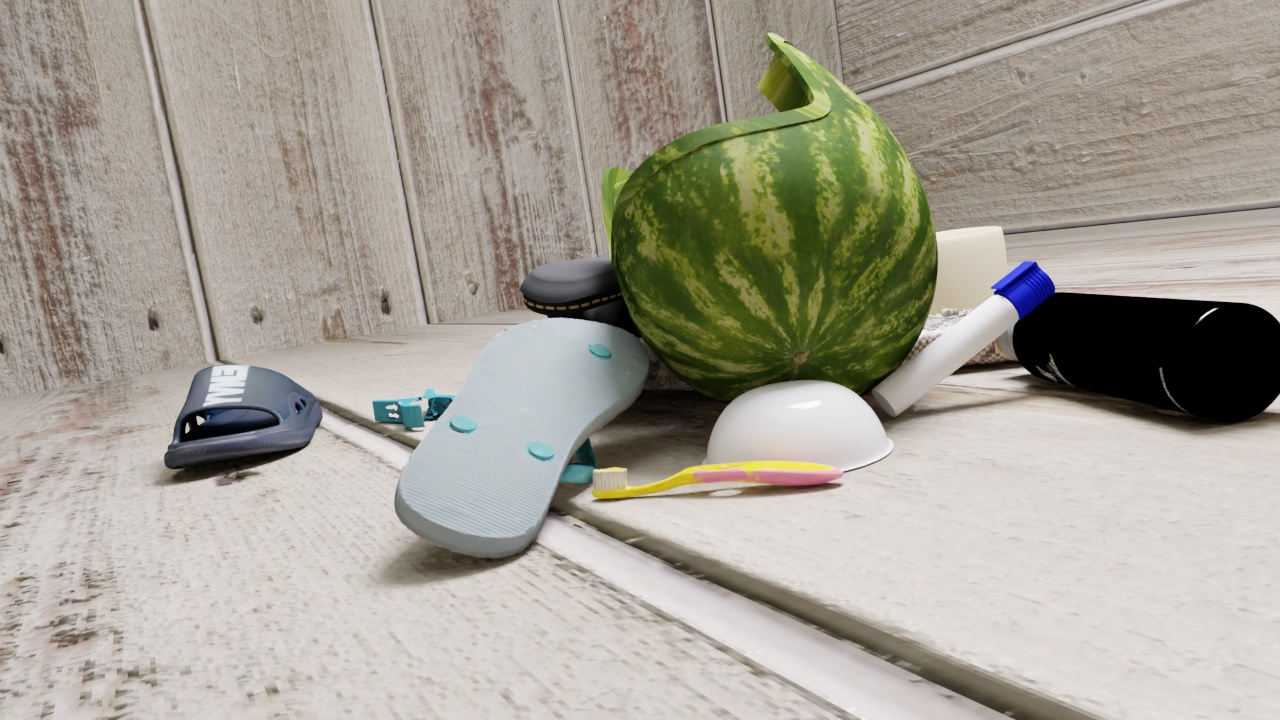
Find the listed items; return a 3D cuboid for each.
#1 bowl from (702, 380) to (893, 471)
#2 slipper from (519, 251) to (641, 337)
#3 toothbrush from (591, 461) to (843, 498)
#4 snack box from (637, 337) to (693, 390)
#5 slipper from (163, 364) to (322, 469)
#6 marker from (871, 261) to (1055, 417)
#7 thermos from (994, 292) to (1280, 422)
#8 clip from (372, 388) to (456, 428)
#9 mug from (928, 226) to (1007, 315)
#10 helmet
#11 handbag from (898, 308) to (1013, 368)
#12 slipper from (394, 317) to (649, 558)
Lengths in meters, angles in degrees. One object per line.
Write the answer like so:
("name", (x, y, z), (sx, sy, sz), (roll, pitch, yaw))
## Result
("bowl", (0.088, 0.034, 0.532), (0.110, 0.040, 0.110), (-8, 7, 1))
("slipper", (-0.012, -0.055, 0.795), (0.113, 0.076, 0.267), (6, 14, 24))
("toothbrush", (0.037, 0.061, 0.481), (0.136, 0.016, 0.021), (-7, 3, 17))
("snack box", (-0.005, 0.005, 0.773), (0.144, 0.040, 0.147), (-2, -2, 42))
("slipper", (-0.362, 0.041, 0.862), (0.110, 0.083, 0.268), (-8, 5, -8))
("marker", (0.208, -0.014, 0.595), (0.133, 0.027, 0.023), (-37, 11, -4))
("thermos", (0.287, -0.011, 0.575), (0.061, 0.061, 0.231), (-9, 7, -5))
("clip", (-0.221, 0.048, 0.861), (0.113, 0.028, 0.127), (-17, 10, -38))
("mug", (0.297, -0.072, 0.897), (0.120, 0.100, 0.096), (-13, 10, -17))
("helmet", (0.092, -0.077, 0.640), (0.214, 0.243, 0.246), (-34, 25, 25))
("handbag", (0.258, -0.021, 0.759), (0.186, 0.047, 0.124), (-7, 6, 12))
("slipper", (-0.068, 0.039, 0.537), (0.098, 0.055, 0.268), (24, 26, 6))
